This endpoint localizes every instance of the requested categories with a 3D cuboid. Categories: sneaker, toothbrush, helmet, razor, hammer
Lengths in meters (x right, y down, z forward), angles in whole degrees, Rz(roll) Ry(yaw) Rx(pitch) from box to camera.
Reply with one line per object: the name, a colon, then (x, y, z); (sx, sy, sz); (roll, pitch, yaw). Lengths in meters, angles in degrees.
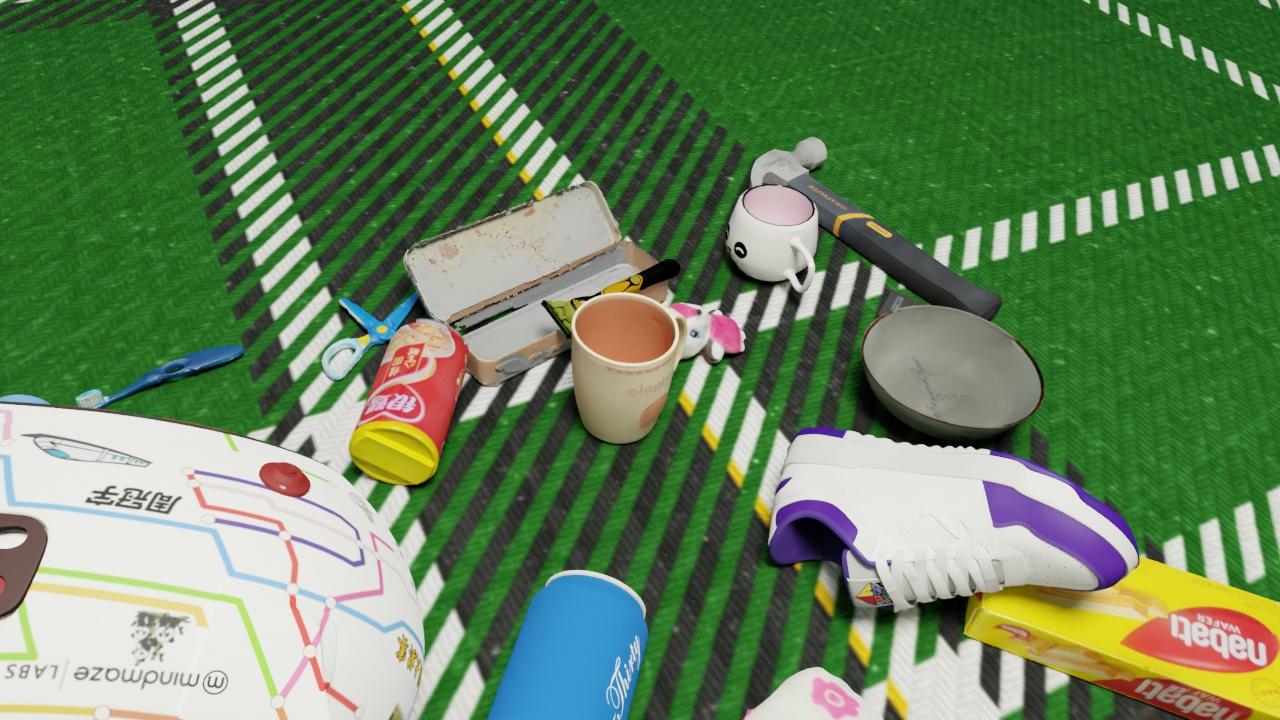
sneaker: (0.193, 0.123, 0.621); (0.245, 0.092, 0.110); (11, 55, 36)
toothbrush: (-0.395, 0.012, 0.759); (0.132, 0.016, 0.021); (-25, 54, -27)
helmet: (-0.273, 0.159, 0.464); (0.314, 0.232, 0.235); (7, 47, -6)
razor: (-0.019, -0.062, 0.822); (0.143, 0.021, 0.044); (-27, 71, -32)
hammer: (0.240, -0.135, 0.961); (0.139, 0.035, 0.312); (-29, 54, -28)

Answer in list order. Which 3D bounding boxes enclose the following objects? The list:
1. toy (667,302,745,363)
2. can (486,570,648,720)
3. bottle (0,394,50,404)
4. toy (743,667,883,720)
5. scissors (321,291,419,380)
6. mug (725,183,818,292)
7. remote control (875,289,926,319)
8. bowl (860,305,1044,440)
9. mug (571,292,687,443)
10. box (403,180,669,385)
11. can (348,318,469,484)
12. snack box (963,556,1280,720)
toy: (0.048, -0.032, 0.828); (0.102, 0.050, 0.065); (7, 39, -6)
can: (-0.047, 0.206, 0.549); (0.079, 0.079, 0.145); (12, 45, 7)
bottle: (-0.455, 0.086, 0.655); (0.048, 0.048, 0.131); (-6, 45, -12)
toy: (0.118, 0.276, 0.488); (0.137, 0.086, 0.209); (-25, 56, -16)
scissors: (-0.233, -0.020, 0.814); (0.125, 0.014, 0.130); (36, 49, 26)
mug: (0.135, -0.111, 0.894); (0.090, 0.076, 0.123); (-13, 47, -18)
remote control: (0.290, -0.020, 0.857); (0.140, 0.021, 0.045); (28, 49, 15)
bowl: (0.258, 0.021, 0.784); (0.150, 0.057, 0.150); (2, 44, -3)
mug: (-0.004, 0.004, 0.742); (0.085, 0.104, 0.111); (36, 51, 27)
box: (-0.092, -0.077, 0.847); (0.216, 0.071, 0.156); (-28, 82, -30)
can: (-0.180, 0.032, 0.723); (0.067, 0.067, 0.124); (6, 44, 0)
snack box: (0.335, 0.181, 0.638); (0.201, 0.042, 0.091); (18, 47, 14)
